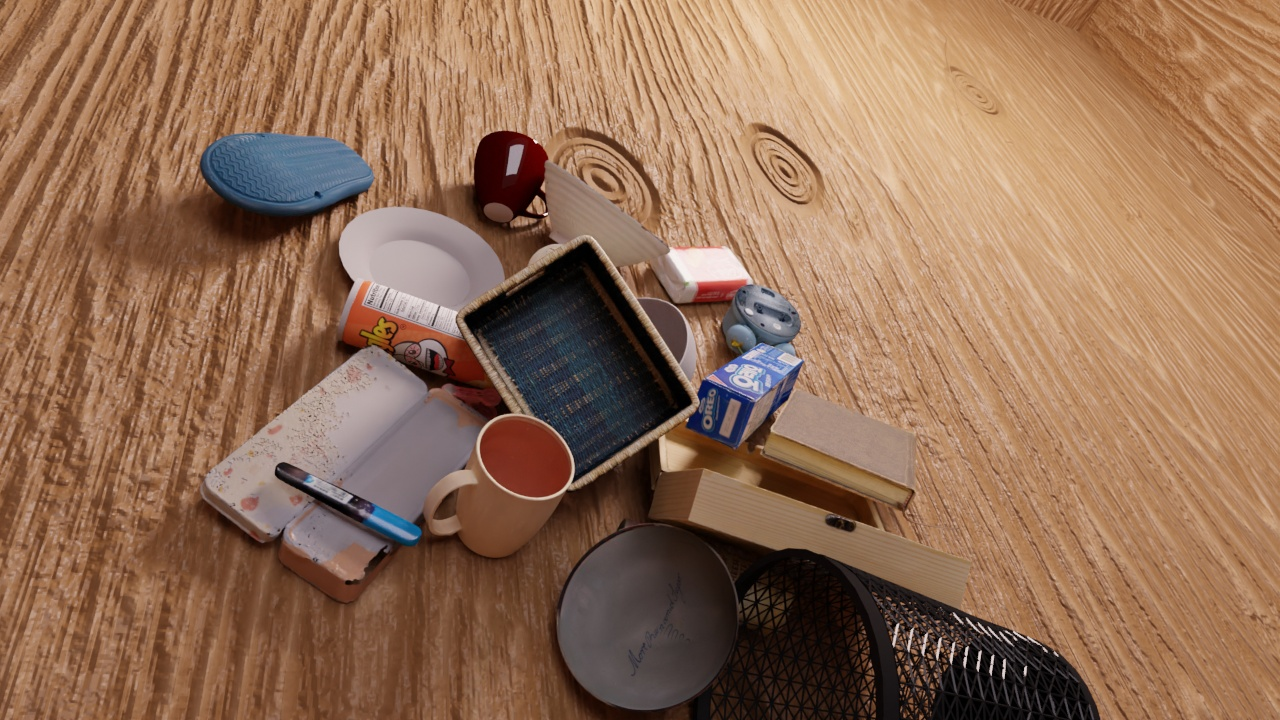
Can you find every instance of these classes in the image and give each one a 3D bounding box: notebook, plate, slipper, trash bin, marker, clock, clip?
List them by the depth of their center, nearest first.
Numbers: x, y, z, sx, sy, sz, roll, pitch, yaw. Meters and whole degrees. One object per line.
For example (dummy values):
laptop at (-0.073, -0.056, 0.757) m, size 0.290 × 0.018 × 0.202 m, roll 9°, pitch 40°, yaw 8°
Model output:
trash bin at (0.201, 0.275, 0.699) m, size 0.243 × 0.218 × 0.216 m, roll 18°, pitch 41°, yaw -24°
marker at (-0.224, 0.110, 0.703) m, size 0.123 × 0.015 × 0.018 m, roll 27°, pitch 37°, yaw 1°
clip at (-0.162, 0.040, 0.866) m, size 0.057 × 0.035 × 0.022 m, roll 15°, pitch 46°, yaw -10°
notebook at (0.229, 0.094, 0.938) m, size 0.190 × 0.034 × 0.215 m, roll 22°, pitch 15°, yaw 13°
slipper at (-0.360, -0.187, 0.956) m, size 0.104 × 0.059 × 0.213 m, roll 45°, pitch 27°, yaw 5°
plate at (-0.229, -0.098, 0.968) m, size 0.172 × 0.019 × 0.172 m, roll 17°, pitch 41°, yaw -15°
clock at (0.144, -0.036, 1.101) m, size 0.088 × 0.052 × 0.124 m, roll 20°, pitch 41°, yaw -14°

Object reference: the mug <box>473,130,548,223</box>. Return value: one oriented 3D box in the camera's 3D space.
mug at (-0.150, -0.202, 1.091) m, size 0.114 × 0.087 × 0.088 m, roll 35°, pitch 50°, yaw -38°

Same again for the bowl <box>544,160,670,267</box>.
bowl at (-0.057, -0.150, 1.063) m, size 0.177 × 0.071 × 0.177 m, roll 36°, pitch 2°, yaw -2°

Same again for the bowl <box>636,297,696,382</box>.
bowl at (-0.006, 0.005, 0.933) m, size 0.132 × 0.064 × 0.131 m, roll -11°, pitch 50°, yaw 13°

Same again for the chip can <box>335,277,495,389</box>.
chip can at (-0.176, -0.014, 0.877) m, size 0.210 × 0.062 × 0.062 m, roll 20°, pitch 41°, yaw -12°

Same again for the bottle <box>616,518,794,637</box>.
bottle at (0.052, 0.187, 0.806) m, size 0.162 × 0.057 × 0.056 m, roll 25°, pitch 40°, yaw -6°

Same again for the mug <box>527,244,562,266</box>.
mug at (-0.099, -0.068, 0.988) m, size 0.122 × 0.081 × 0.097 m, roll -20°, pitch 49°, yaw -12°

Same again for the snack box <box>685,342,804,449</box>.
snack box at (0.113, 0.031, 0.946) m, size 0.059 × 0.059 × 0.226 m, roll 25°, pitch 18°, yaw 15°

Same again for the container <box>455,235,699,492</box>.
container at (-0.057, 0.004, 0.823) m, size 0.145 × 0.071 × 0.187 m, roll -33°, pitch 88°, yaw -8°

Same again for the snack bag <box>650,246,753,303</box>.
snack bag at (0.077, -0.108, 1.149) m, size 0.115 × 0.036 × 0.077 m, roll -6°, pitch 50°, yaw -35°

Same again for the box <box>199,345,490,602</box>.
box at (-0.234, 0.084, 0.763) m, size 0.148 × 0.043 × 0.215 m, roll 30°, pitch 40°, yaw 7°

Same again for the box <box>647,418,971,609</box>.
box at (0.134, 0.138, 0.850) m, size 0.247 × 0.097 × 0.261 m, roll 21°, pitch 11°, yaw -11°

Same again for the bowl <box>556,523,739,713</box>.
bowl at (0.011, 0.210, 0.735) m, size 0.151 × 0.057 × 0.150 m, roll -10°, pitch 55°, yaw 14°

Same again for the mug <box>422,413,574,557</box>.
mug at (-0.122, 0.111, 0.746) m, size 0.111 × 0.105 × 0.085 m, roll -8°, pitch 52°, yaw -35°
